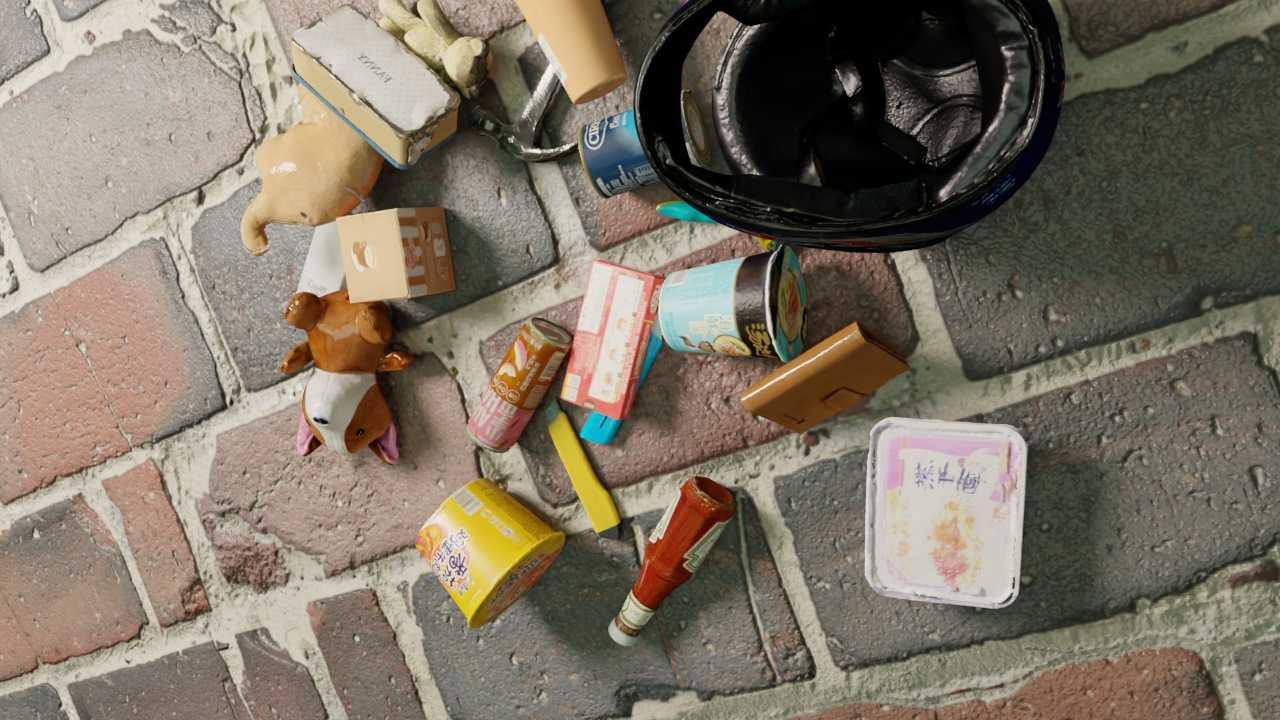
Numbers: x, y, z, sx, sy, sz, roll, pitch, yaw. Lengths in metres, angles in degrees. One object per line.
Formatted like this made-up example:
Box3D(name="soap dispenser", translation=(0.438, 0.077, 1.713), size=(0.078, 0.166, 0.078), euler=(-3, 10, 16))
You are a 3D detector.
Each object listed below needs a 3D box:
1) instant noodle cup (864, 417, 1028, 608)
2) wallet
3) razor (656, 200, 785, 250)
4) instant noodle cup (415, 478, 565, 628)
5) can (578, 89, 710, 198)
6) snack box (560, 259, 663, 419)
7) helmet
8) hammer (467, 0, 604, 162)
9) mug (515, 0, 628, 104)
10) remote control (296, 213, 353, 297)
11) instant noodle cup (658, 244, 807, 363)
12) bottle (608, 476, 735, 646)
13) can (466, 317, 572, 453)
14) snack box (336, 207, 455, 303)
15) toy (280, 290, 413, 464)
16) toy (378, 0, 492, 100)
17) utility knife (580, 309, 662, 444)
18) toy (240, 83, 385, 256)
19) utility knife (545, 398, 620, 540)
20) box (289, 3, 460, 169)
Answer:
Box3D(name="instant noodle cup", translation=(0.284, 0.136, 0.861), size=(0.138, 0.060, 0.173), euler=(2, 99, 19))
Box3D(name="wallet", translation=(0.174, 0.020, 0.859), size=(0.132, 0.107, 0.031), euler=(-34, 54, 26))
Box3D(name="razor", translation=(0.079, -0.135, 0.900), size=(0.132, 0.028, 0.043), euler=(17, 136, 13))
Box3D(name="instant noodle cup", translation=(-0.169, 0.203, 0.998), size=(0.110, 0.137, 0.138), euler=(41, 110, 16))
Box3D(name="can", translation=(0.006, -0.208, 0.888), size=(0.111, 0.075, 0.075), euler=(-14, 95, 20))
Box3D(name="snack box", translation=(-0.030, -0.022, 0.948), size=(0.075, 0.025, 0.153), euler=(18, 100, 25))
Box3D(name="helmet", translation=(0.164, -0.210, 0.739), size=(0.316, 0.240, 0.247), euler=(-2, 103, 10))
Box3D(name="hammer", translation=(-0.054, -0.346, 0.908), size=(0.126, 0.031, 0.324), euler=(33, 108, 11))
Box3D(name="mug", translation=(-0.063, -0.309, 0.862), size=(0.078, 0.078, 0.123), euler=(-23, 95, 21))
Box3D(name="remote control", translation=(-0.360, -0.109, 1.064), size=(0.056, 0.019, 0.135), euler=(27, 107, 13))
Box3D(name="instant noodle cup", translation=(0.086, -0.049, 0.879), size=(0.121, 0.111, 0.111), euler=(-3, 98, 28))
Box3D(name="bottle", translation=(0.027, 0.216, 0.967), size=(0.060, 0.059, 0.206), euler=(34, 109, 11))
Box3D(name="can", translation=(-0.131, 0.027, 0.987), size=(0.058, 0.057, 0.147), euler=(36, 109, 10))
Box3D(name="snack box", translation=(-0.261, -0.114, 0.988), size=(0.077, 0.094, 0.093), euler=(-4, 98, 20))
Box3D(name="toy", translation=(-0.331, 0.024, 1.030), size=(0.140, 0.130, 0.200), euler=(11, 112, 4))
Box3D(name="toy", translation=(-0.216, -0.329, 0.950), size=(0.157, 0.066, 0.105), euler=(35, 131, 21))
Box3D(name="utility knife", translation=(-0.006, 0.006, 0.962), size=(0.034, 0.018, 0.198), euler=(33, 107, 12))
Box3D(name="toy", translation=(-0.348, -0.205, 0.979), size=(0.143, 0.082, 0.226), euler=(27, 84, 26))
Box3D(name="utility knife", translation=(-0.063, 0.120, 1.003), size=(0.033, 0.015, 0.170), euler=(-25, 90, 16))
Box3D(name="box", translation=(-0.272, -0.281, 0.925), size=(0.184, 0.089, 0.060), euler=(42, 152, 10))
